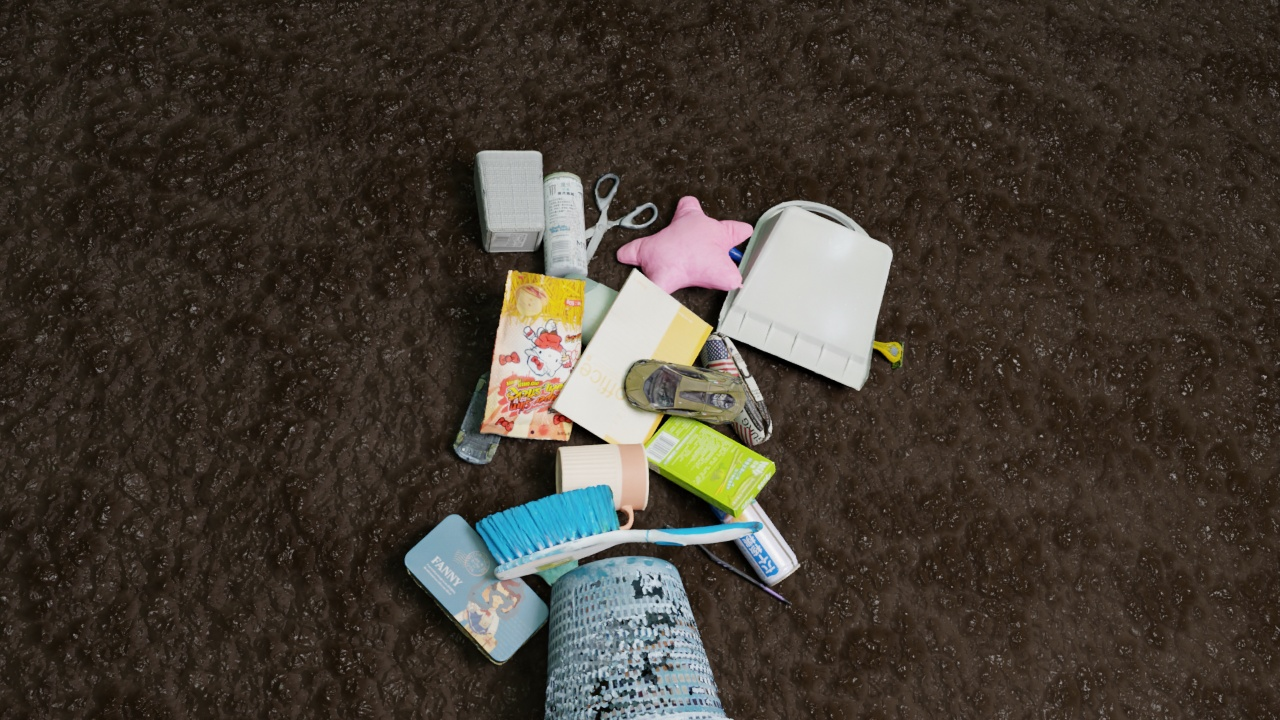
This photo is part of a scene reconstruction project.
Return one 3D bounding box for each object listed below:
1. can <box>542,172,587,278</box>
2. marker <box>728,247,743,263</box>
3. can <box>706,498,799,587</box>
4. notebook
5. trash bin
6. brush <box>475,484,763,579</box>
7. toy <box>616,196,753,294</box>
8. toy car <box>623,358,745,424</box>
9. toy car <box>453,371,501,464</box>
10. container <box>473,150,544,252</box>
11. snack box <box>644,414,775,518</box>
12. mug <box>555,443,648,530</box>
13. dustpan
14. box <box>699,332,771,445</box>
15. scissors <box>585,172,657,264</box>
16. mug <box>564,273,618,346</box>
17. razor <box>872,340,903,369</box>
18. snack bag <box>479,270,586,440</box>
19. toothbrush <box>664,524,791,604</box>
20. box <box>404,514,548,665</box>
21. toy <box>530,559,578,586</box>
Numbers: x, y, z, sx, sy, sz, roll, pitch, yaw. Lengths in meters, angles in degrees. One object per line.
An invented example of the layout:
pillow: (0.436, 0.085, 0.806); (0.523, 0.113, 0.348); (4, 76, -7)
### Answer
can: (-0.105, -0.182, 1.263); (0.058, 0.058, 0.146); (0, 71, -13)
marker: (0.190, -0.121, 1.334); (0.146, 0.017, 0.016); (33, 66, 1)
can: (0.144, 0.219, 1.170); (0.053, 0.053, 0.134); (-31, 78, -22)
notebook: (-0.007, 0.007, 1.183); (0.146, 0.010, 0.206); (35, 80, -26)
trash bin: (-0.017, 0.334, 1.020); (0.226, 0.227, 0.194); (-2, 56, -13)
brush: (-0.025, 0.190, 1.051); (0.314, 0.061, 0.109); (-17, 64, -3)
toy: (0.067, -0.141, 1.275); (0.178, 0.075, 0.194); (36, 67, 28)
toy car: (0.057, 0.041, 1.177); (0.158, 0.042, 0.070); (9, 96, -10)
toy car: (-0.195, 0.073, 1.163); (0.054, 0.037, 0.120); (22, 74, -8)
container: (-0.177, -0.213, 1.252); (0.090, 0.090, 0.114); (-3, 73, -13)
snack box: (0.083, 0.130, 1.169); (0.156, 0.026, 0.085); (27, 61, 31)
mug: (-0.048, 0.159, 1.135); (0.106, 0.082, 0.114); (0, 63, -11)
dustpan: (0.248, -0.115, 1.329); (0.222, 0.142, 0.257); (23, 88, -2)
box: (0.130, 0.037, 1.234); (0.055, 0.070, 0.164); (-15, 75, -43)
scissors: (-0.053, -0.196, 1.312); (0.177, 0.014, 0.159); (-7, 71, -14)
mug: (-0.071, -0.049, 1.217); (0.106, 0.082, 0.111); (26, 84, -2)
razor: (0.315, -0.023, 1.320); (0.132, 0.028, 0.043); (14, 70, -5)
snack bag: (-0.128, -0.005, 1.147); (0.128, 0.073, 0.208); (6, 94, -32)
toothbrush: (0.110, 0.263, 1.168); (0.189, 0.014, 0.016); (32, 73, 1)
box: (-0.196, 0.264, 1.075); (0.184, 0.061, 0.089); (43, 66, 4)
toy: (-0.102, 0.235, 1.124); (0.096, 0.030, 0.091); (-1, 67, -7)
